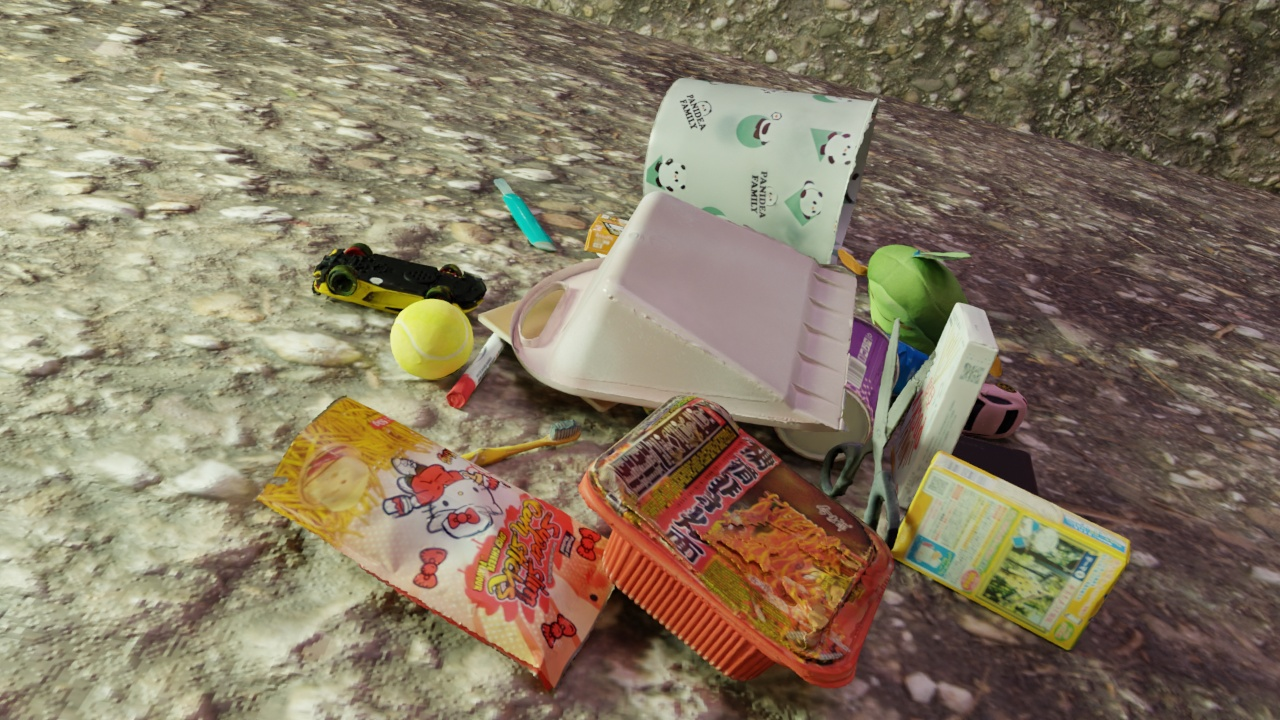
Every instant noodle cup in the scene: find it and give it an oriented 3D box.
[{"bbox_3d":[0.163,0.028,0.795,0.111,0.112,0.099,20,37,8],"label":"instant noodle cup"},{"bbox_3d":[0.058,0.116,0.573,0.189,0.079,0.164,36,30,13],"label":"instant noodle cup"}]

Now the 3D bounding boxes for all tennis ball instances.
[{"bbox_3d":[-0.168,-0.017,0.743,0.065,0.066,0.065,12,28,-7],"label":"tennis ball"}]

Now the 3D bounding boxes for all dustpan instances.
[{"bbox_3d":[0.036,-0.028,0.789,0.273,0.139,0.221,29,40,-3],"label":"dustpan"}]

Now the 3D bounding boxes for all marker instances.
[{"bbox_3d":[-0.133,0.000,0.782,0.017,0.017,0.145,16,27,2],"label":"marker"}]

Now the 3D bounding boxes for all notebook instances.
[{"bbox_3d":[-0.033,-0.028,0.870,0.148,0.008,0.207,36,33,18],"label":"notebook"}]

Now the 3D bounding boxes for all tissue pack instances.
[{"bbox_3d":[0.237,-0.001,0.907,0.095,0.052,0.157,37,13,39],"label":"tissue pack"}]

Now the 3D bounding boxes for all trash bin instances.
[{"bbox_3d":[0.152,-0.246,1.178,0.252,0.230,0.228,17,27,14],"label":"trash bin"}]

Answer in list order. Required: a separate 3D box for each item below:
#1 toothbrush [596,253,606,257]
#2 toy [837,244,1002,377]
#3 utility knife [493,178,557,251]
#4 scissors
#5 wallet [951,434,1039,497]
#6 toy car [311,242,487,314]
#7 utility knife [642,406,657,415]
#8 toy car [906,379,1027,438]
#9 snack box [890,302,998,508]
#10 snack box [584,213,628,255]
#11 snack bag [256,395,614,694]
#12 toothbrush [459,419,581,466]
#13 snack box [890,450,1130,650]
[{"bbox_3d":[0.020,-0.079,0.995,0.026,0.027,0.221,5,23,-46],"label":"toothbrush"},{"bbox_3d":[0.296,-0.054,0.979,0.227,0.090,0.246,39,0,31],"label":"toy"},{"bbox_3d":[-0.144,-0.179,1.112,0.029,0.013,0.205,-2,35,-26],"label":"utility knife"},{"bbox_3d":[0.177,0.061,0.682,0.014,0.174,0.160,-1,-12,-23],"label":"scissors"},{"bbox_3d":[0.305,0.102,0.815,0.096,0.020,0.122,19,25,8],"label":"wallet"},{"bbox_3d":[-0.219,-0.068,0.837,0.156,0.041,0.071,10,28,-6],"label":"toy car"},{"bbox_3d":[-0.005,0.005,0.815,0.031,0.018,0.164,10,36,-31],"label":"utility knife"},{"bbox_3d":[0.314,0.046,0.880,0.122,0.056,0.037,10,26,-14],"label":"toy car"},{"bbox_3d":[0.245,0.038,0.750,0.027,0.157,0.084,18,27,4],"label":"snack box"},{"bbox_3d":[-0.019,-0.140,1.059,0.075,0.026,0.153,14,15,-2],"label":"snack box"},{"bbox_3d":[-0.114,0.104,0.559,0.208,0.073,0.128,28,28,6],"label":"snack bag"},{"bbox_3d":[-0.118,0.067,0.662,0.191,0.018,0.016,-11,36,-40],"label":"toothbrush"},{"bbox_3d":[0.259,0.134,0.655,0.140,0.087,0.033,27,30,22],"label":"snack box"}]
